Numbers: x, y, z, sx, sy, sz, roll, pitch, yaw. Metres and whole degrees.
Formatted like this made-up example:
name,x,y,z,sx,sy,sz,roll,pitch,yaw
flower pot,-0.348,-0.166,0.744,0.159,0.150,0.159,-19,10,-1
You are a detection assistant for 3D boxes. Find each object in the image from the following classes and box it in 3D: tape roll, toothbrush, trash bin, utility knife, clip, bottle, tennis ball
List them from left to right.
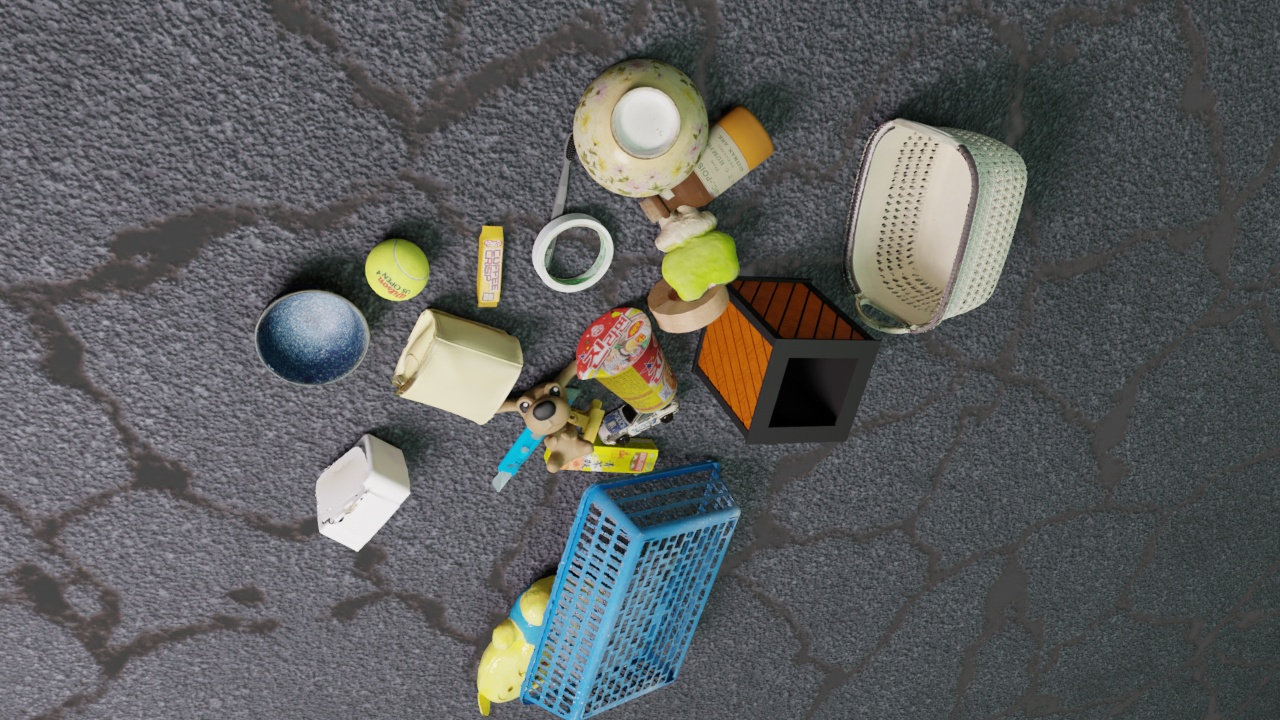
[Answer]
name,x,y,z,sx,sy,sz,roll,pitch,yaw
tennis ball,-0.257,-0.096,0.971,0.065,0.065,0.065,-10,123,-16
utility knife,-0.138,0.100,1.170,0.031,0.015,0.175,33,105,-19
toothbrush,-0.091,-0.174,1.024,0.012,0.013,0.168,3,121,-24
tape roll,-0.077,-0.123,1.049,0.093,0.018,0.094,-15,129,-20
clip,-0.072,0.075,1.178,0.047,0.046,0.054,-20,135,-54
tape roll,0.057,-0.074,1.093,0.094,0.094,0.027,-28,126,-4
bottle,0.068,-0.213,1.028,0.157,0.068,0.068,-37,126,3
trash bin,0.172,-0.004,1.132,0.139,0.171,0.140,0,119,-22

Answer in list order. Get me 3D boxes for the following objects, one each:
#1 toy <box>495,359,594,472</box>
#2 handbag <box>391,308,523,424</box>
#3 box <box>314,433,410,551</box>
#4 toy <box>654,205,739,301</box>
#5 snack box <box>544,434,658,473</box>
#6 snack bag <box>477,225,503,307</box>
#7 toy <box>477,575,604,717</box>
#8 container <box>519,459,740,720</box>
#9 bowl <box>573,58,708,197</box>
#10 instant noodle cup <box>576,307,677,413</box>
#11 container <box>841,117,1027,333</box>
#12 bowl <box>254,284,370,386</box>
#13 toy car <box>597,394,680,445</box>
name,x,y,z,sx,sy,sz,roll,pitch,yaw
toy,-0.106,0.074,1.109,0.134,0.106,0.108,-27,94,-3
handbag,-0.212,0.008,1.048,0.119,0.081,0.111,19,118,-32
box,-0.339,0.146,1.064,0.095,0.102,0.107,34,104,-32
toy,0.060,-0.132,1.062,0.092,0.117,0.043,-27,168,-2
snack box,-0.051,0.123,1.209,0.147,0.029,0.040,6,117,-25
snack bag,-0.169,-0.103,1.030,0.026,0.020,0.099,-3,121,-22
toy,-0.154,0.393,1.295,0.148,0.084,0.214,4,121,-46
container,-0.002,0.323,1.252,0.256,0.089,0.363,-4,120,-44
bowl,0.003,-0.244,0.952,0.145,0.063,0.145,-1,98,-4
instant noodle cup,-0.007,0.006,1.123,0.100,0.100,0.112,-38,134,4
container,0.353,-0.165,1.108,0.143,0.185,0.252,-10,123,-26
bowl,-0.349,-0.036,0.975,0.114,0.060,0.114,-11,124,-17
toy car,-0.005,0.069,1.182,0.113,0.048,0.040,-27,130,-4
